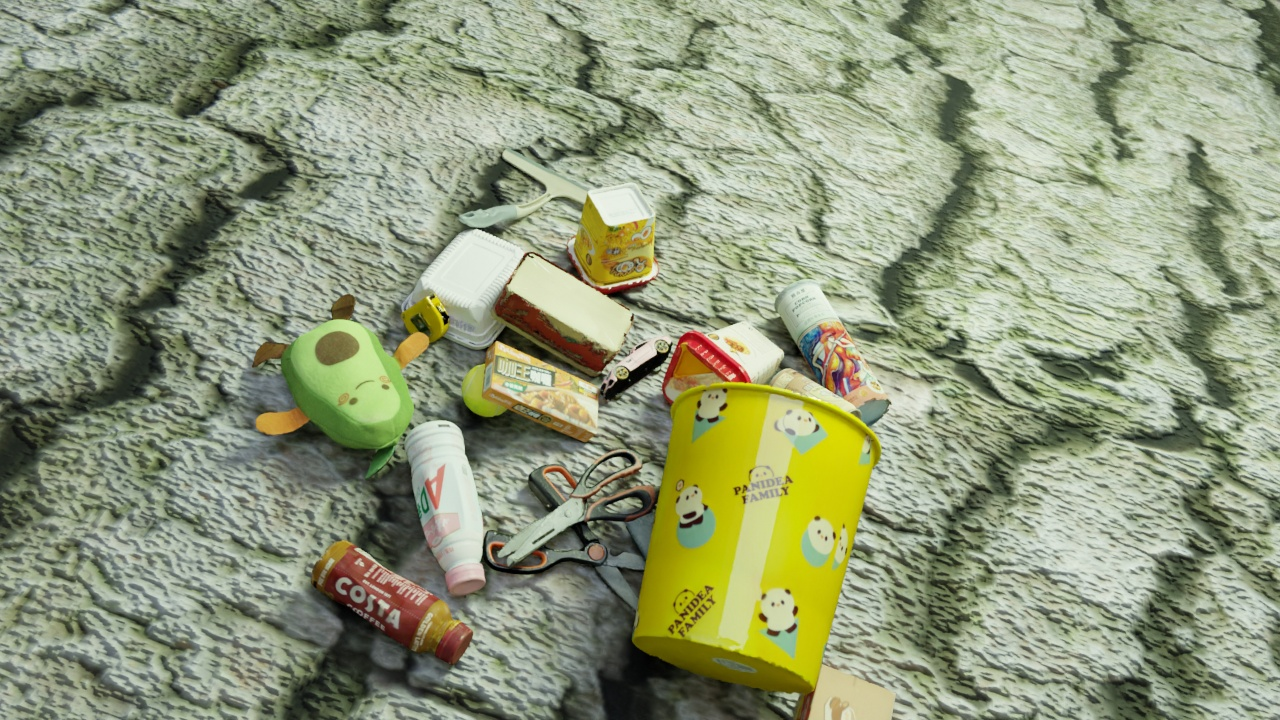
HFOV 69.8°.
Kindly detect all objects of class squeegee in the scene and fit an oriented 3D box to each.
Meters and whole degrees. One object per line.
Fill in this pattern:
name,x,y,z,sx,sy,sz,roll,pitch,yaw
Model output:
squeegee,-0.182,-0.224,1.344,0.246,0.039,0.245,30,36,20

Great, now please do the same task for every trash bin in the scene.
trash bin,0.111,0.187,0.942,0.229,0.230,0.254,16,64,3

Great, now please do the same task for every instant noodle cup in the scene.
instant noodle cup,0.109,0.015,1.174,0.116,0.117,0.124,41,44,22
instant noodle cup,-0.227,-0.108,1.246,0.138,0.060,0.173,24,53,10
instant noodle cup,-0.034,-0.174,1.289,0.116,0.124,0.116,-15,56,-21

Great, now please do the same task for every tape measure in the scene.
tape measure,-0.278,-0.051,1.188,0.057,0.060,0.028,57,29,-9

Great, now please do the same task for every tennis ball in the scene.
tennis ball,-0.187,0.037,1.129,0.065,0.066,0.065,5,50,-6

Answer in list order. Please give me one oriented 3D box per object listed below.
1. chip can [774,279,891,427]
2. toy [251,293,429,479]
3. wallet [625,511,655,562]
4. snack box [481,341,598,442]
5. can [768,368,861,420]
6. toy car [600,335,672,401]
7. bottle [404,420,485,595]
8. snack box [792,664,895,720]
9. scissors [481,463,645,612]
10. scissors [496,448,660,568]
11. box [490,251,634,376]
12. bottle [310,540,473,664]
chip can,0.257,-0.009,1.238,0.071,0.071,0.214,-11,55,-18
toy,-0.355,0.021,1.099,0.226,0.090,0.247,-34,60,-24
wallet,0.056,0.209,1.052,0.120,0.019,0.097,-18,62,-30
snack box,-0.120,0.039,1.118,0.153,0.026,0.075,26,43,-29
can,0.218,0.059,1.164,0.058,0.059,0.116,-29,44,-29
toy car,-0.007,0.007,1.190,0.122,0.056,0.037,-34,67,-31
bottle,-0.213,0.163,1.022,0.068,0.068,0.196,-10,56,-18
snack box,0.191,0.370,0.900,0.077,0.095,0.092,20,51,8
scissors,-0.073,0.213,1.036,0.224,0.022,0.220,-13,59,-21
scissors,-0.061,0.177,1.039,0.194,0.015,0.205,17,50,-6
box,-0.097,-0.063,1.185,0.168,0.079,0.091,30,50,-9
bottle,-0.254,0.251,0.946,0.175,0.058,0.057,28,52,13
